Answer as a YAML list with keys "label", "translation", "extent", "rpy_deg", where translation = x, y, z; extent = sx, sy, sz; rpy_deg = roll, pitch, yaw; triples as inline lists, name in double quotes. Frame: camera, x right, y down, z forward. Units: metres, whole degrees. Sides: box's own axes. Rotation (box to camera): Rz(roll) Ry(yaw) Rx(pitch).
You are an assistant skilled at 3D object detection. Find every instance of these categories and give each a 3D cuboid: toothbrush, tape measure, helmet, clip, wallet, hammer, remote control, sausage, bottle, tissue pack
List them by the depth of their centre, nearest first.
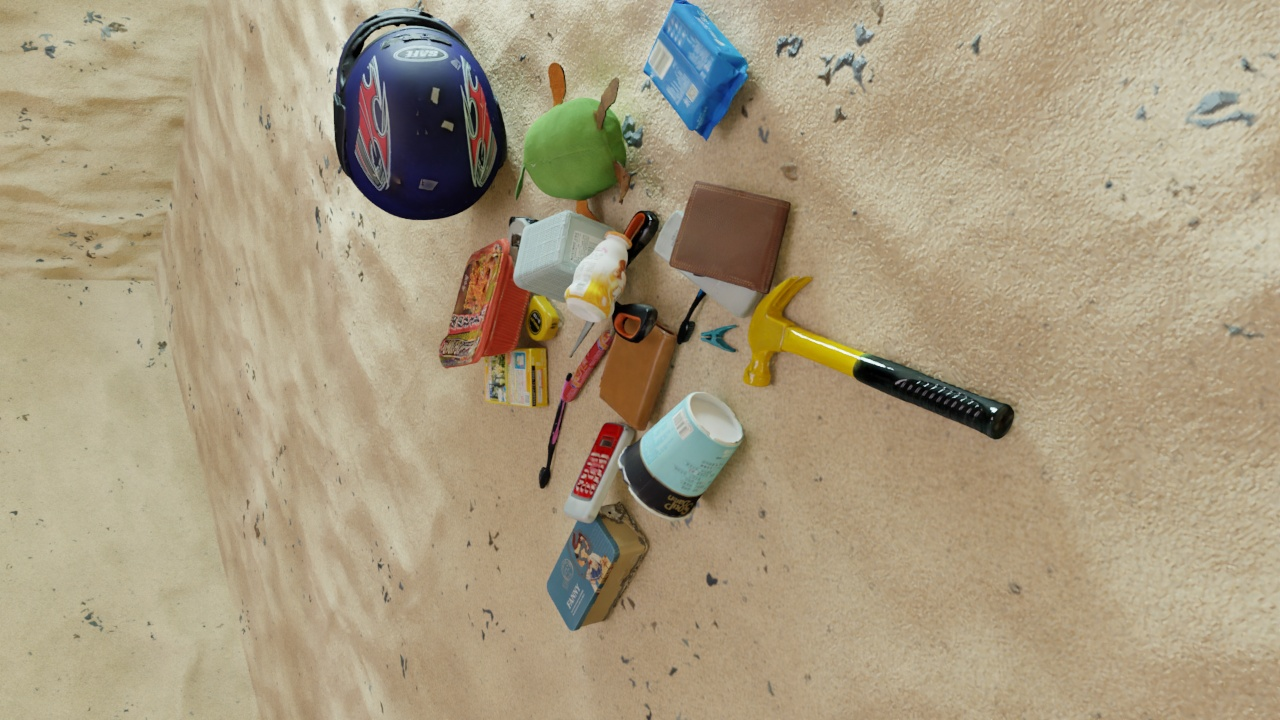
- label: "hammer"
  translation: [0.214, 0.006, 0.880]
  extent: [0.301, 0.032, 0.129]
  rpy_deg: [27, 114, 47]
- label: "wallet"
  translation: [0.096, -0.133, 0.987]
  extent: [0.125, 0.032, 0.101]
  rpy_deg: [20, 95, 33]
- label: "tissue pack"
  translation: [0.063, -0.327, 1.028]
  extent: [0.157, 0.052, 0.095]
  rpy_deg: [59, 136, 30]
- label: "remote control"
  translation: [0.078, -0.109, 1.030]
  extent: [0.150, 0.021, 0.058]
  rpy_deg: [43, 114, 30]
- label: "clip"
  translation: [0.089, -0.026, 1.048]
  extent: [0.054, 0.013, 0.034]
  rpy_deg: [10, 100, 48]
- label: "toothbrush"
  translation: [0.081, -0.099, 1.056]
  extent: [0.014, 0.016, 0.190]
  rpy_deg: [47, 124, 42]
- label: "bottle"
  translation: [-0.047, -0.103, 1.110]
  extent: [0.063, 0.063, 0.108]
  rpy_deg: [2, 63, 51]
- label: "wallet"
  translation: [-0.007, 0.007, 1.153]
  extent: [0.108, 0.031, 0.132]
  rpy_deg: [38, 116, 45]
- label: "remote control"
  translation: [-0.054, 0.142, 1.181]
  extent: [0.056, 0.020, 0.135]
  rpy_deg: [8, 67, 50]
- label: "sausage"
  translation: [-0.072, 0.008, 1.244]
  extent: [0.156, 0.020, 0.020]
  rpy_deg: [-55, 52, 37]
- label: "tape measure"
  translation: [-0.139, -0.057, 1.316]
  extent: [0.060, 0.028, 0.057]
  rpy_deg: [51, 128, 36]
- label: "toothbrush"
  translation: [-0.123, 0.101, 1.320]
  extent: [0.018, 0.014, 0.189]
  rpy_deg: [46, 127, 54]
- label: "tape measure"
  translation: [-0.167, -0.175, 1.339]
  extent: [0.066, 0.033, 0.066]
  rpy_deg: [23, 112, 49]
- label: "helmet"
  translation: [-0.324, -0.365, 1.343]
  extent: [0.240, 0.247, 0.315]
  rpy_deg: [-160, 63, -68]

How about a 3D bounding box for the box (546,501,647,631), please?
- label: "box"
  translation: [-0.062, 0.277, 1.219]
  extent: [0.090, 0.061, 0.185]
  rpy_deg: [50, 127, 38]

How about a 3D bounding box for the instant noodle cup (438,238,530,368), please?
- label: "instant noodle cup"
  translation: [-0.223, -0.075, 1.345]
  extent: [0.165, 0.079, 0.188]
  rpy_deg: [-5, 71, 60]

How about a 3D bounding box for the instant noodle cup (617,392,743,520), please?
- label: "instant noodle cup"
  translation: [0.053, 0.102, 1.040]
  extent: [0.121, 0.111, 0.111]
  rpy_deg: [-51, 54, 29]

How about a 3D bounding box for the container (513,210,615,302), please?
- label: "container"
  translation: [-0.096, -0.136, 1.186]
  extent: [0.112, 0.090, 0.090]
  rpy_deg: [-12, 64, 57]

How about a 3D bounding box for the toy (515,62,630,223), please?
- label: "toy"
  translation: [-0.082, -0.270, 1.184]
  extent: [0.247, 0.089, 0.227]
  rpy_deg: [6, 111, 54]

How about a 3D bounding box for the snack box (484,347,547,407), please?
- label: "snack box"
  translation: [-0.190, 0.023, 1.382]
  extent: [0.141, 0.033, 0.087]
  rpy_deg: [2, 94, 50]

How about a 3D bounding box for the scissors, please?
- label: "scissors"
  translation: [-0.030, -0.083, 1.157]
  extent: [0.235, 0.021, 0.221]
  rpy_deg: [-63, 32, 19]
